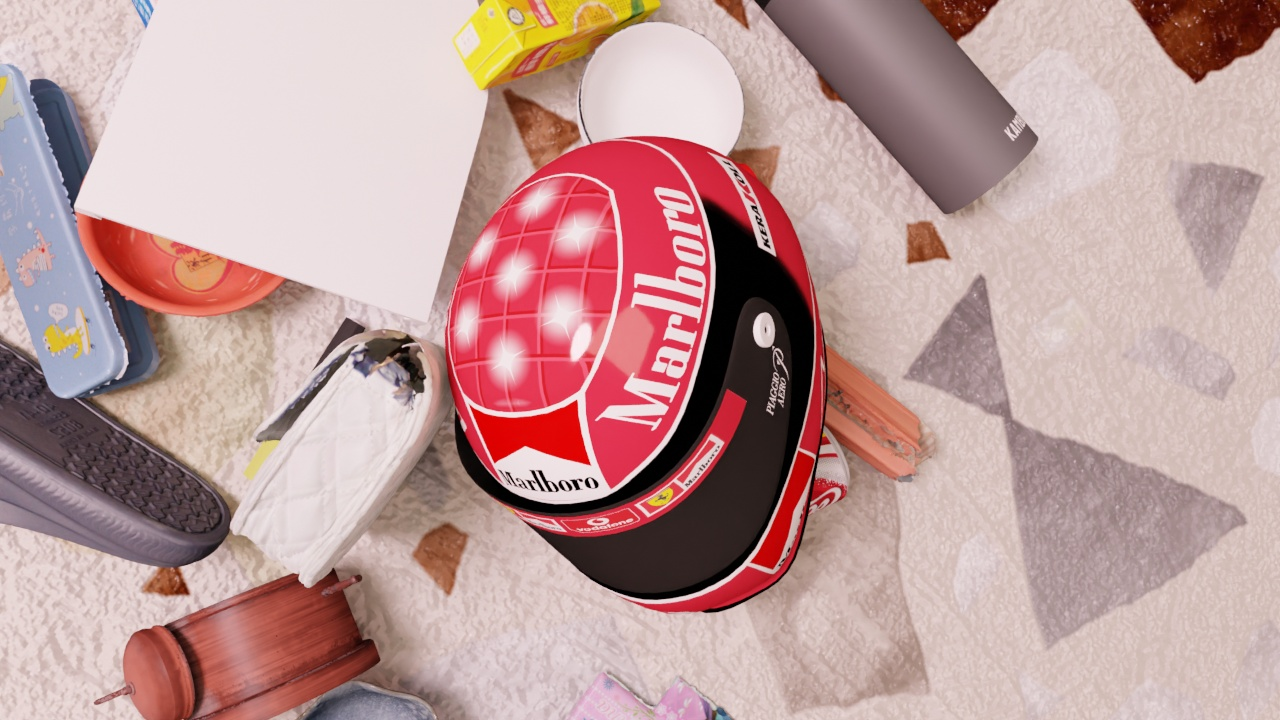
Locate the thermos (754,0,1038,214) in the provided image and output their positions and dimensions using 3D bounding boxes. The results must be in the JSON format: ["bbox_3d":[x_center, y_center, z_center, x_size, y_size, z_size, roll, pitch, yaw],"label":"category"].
[{"bbox_3d":[0.173,-0.222,0.660,0.082,0.082,0.240,-44,95,-9],"label":"thermos"}]

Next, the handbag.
[{"bbox_3d":[-0.165,0.043,0.534,0.072,0.195,0.138,35,84,-7],"label":"handbag"}]

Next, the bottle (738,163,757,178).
[{"bbox_3d":[0.028,-0.102,0.653,0.119,0.036,0.036,-27,92,-9],"label":"bottle"}]

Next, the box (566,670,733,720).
[{"bbox_3d":[0.035,0.320,0.622,0.230,0.035,0.159,41,67,-5],"label":"box"}]

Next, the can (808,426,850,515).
[{"bbox_3d":[0.088,0.087,0.642,0.104,0.064,0.064,-24,92,-10],"label":"can"}]

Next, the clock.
[{"bbox_3d":[-0.241,0.179,0.554,0.157,0.121,0.072,-20,83,-18],"label":"clock"}]

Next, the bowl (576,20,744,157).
[{"bbox_3d":[0.010,-0.169,0.639,0.113,0.063,0.113,0,88,-10],"label":"bowl"}]

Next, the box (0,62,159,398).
[{"bbox_3d":[-0.368,-0.080,0.564,0.068,0.059,0.210,-20,85,-9],"label":"box"}]

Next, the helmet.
[{"bbox_3d":[-0.003,0.003,0.529,0.198,0.224,0.270,-3,73,34],"label":"helmet"}]

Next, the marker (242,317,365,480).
[{"bbox_3d":[-0.222,0.027,0.613,0.021,0.017,0.123,24,80,37],"label":"marker"}]

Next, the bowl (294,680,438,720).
[{"bbox_3d":[-0.177,0.257,0.593,0.110,0.055,0.110,0,87,-9],"label":"bowl"}]

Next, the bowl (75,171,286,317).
[{"bbox_3d":[-0.281,-0.085,0.586,0.130,0.045,0.130,5,75,-19],"label":"bowl"}]

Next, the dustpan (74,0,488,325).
[{"bbox_3d":[-0.199,-0.168,0.573,0.191,0.053,0.257,19,72,-24],"label":"dustpan"}]

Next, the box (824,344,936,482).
[{"bbox_3d":[0.127,0.029,0.661,0.188,0.056,0.064,38,118,-5],"label":"box"}]

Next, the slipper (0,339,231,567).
[{"bbox_3d":[-0.383,0.057,0.550,0.268,0.110,0.083,35,97,-12],"label":"slipper"}]

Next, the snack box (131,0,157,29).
[{"bbox_3d":[-0.251,-0.191,0.582,0.087,0.033,0.154,-24,84,-37],"label":"snack box"}]

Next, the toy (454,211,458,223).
[{"bbox_3d":[-0.170,-0.092,0.618,0.080,0.036,0.099,24,82,-9],"label":"toy"}]

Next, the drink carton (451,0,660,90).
[{"bbox_3d":[-0.054,-0.224,0.603,0.134,0.059,0.043,-35,99,-39],"label":"drink carton"}]
